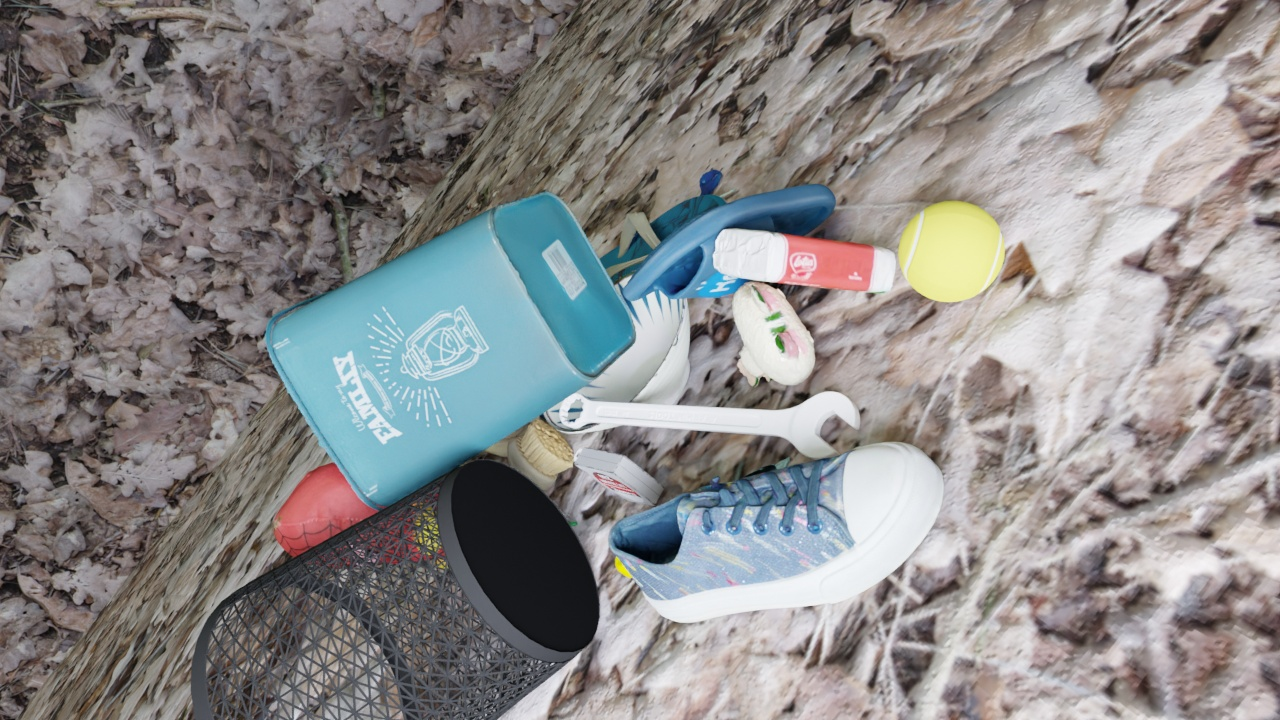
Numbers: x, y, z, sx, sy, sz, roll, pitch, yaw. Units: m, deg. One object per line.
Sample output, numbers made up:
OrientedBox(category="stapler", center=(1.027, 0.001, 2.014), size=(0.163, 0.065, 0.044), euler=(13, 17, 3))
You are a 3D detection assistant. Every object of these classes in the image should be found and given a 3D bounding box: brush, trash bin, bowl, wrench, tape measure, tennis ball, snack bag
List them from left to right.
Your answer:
OrientedBox(category="trash bin", center=(-0.176, 0.210, 0.718), size=(0.244, 0.217, 0.216), euler=(-36, 28, 17))
OrientedBox(category="trash bin", center=(-0.144, -0.019, 0.772), size=(0.219, 0.196, 0.198), euler=(-27, 8, 24))
OrientedBox(category="brush", center=(-0.144, 0.097, 0.993), size=(0.077, 0.062, 0.273), euler=(-43, 16, -21))
OrientedBox(category="tape measure", center=(-0.015, 0.094, 0.754), size=(0.060, 0.062, 0.020), euler=(3, 58, 55))
OrientedBox(category="bowl", center=(-0.005, 0.005, 0.837), size=(0.178, 0.071, 0.177), euler=(-33, 35, 28))
OrientedBox(category="wrench", center=(0.038, 0.043, 0.694), size=(0.274, 0.009, 0.047), euler=(1, 72, 40))
OrientedBox(category="snack bag", center=(0.122, -0.074, 0.683), size=(0.077, 0.115, 0.036), euler=(22, 106, 63))
OrientedBox(category="tennis ball", center=(0.202, -0.071, 0.596), size=(0.065, 0.065, 0.065), euler=(-40, 27, 25))

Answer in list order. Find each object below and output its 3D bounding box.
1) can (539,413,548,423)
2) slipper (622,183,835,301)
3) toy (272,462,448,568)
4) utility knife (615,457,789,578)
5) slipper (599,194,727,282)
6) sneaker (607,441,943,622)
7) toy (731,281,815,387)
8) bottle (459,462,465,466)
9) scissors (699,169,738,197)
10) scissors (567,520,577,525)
OrientedBox(category="can", center=(-0.095, 0.017, 1.009), size=(0.059, 0.054, 0.099), euler=(-44, 25, 21))
OrientedBox(category="slipper", center=(0.082, -0.093, 0.754), size=(0.213, 0.059, 0.104), euler=(-23, -14, -28))
OrientedBox(category="toy", center=(-0.240, 0.154, 0.879), size=(0.148, 0.216, 0.098), euler=(-30, 55, 42))
OrientedBox(category="utility knife", center=(0.043, 0.115, 0.667), size=(0.175, 0.020, 0.028), euler=(-37, 31, 33))
OrientedBox(category="slipper", center=(-0.009, -0.116, 1.018), size=(0.296, 0.060, 0.118), euler=(-22, 45, 50))
OrientedBox(category="sneaker", center=(0.070, 0.104, 0.570), size=(0.236, 0.079, 0.087), euler=(-30, 32, 39))
OrientedBox(category="toy", center=(0.098, -0.019, 0.698), size=(0.050, 0.087, 0.112), euler=(-29, -20, -4))
OrientedBox(category="bottle", center=(-0.229, 0.119, 1.052), size=(0.057, 0.056, 0.162), euler=(-41, 41, 22))
OrientedBox(category="scissors", center=(0.062, -0.171, 1.040), size=(0.128, 0.014, 0.132), euler=(-26, 34, 44))
OrientedBox(category="scissors", center=(-0.123, 0.138, 0.815), size=(0.128, 0.125, 0.011), euler=(-7, 57, 16))
